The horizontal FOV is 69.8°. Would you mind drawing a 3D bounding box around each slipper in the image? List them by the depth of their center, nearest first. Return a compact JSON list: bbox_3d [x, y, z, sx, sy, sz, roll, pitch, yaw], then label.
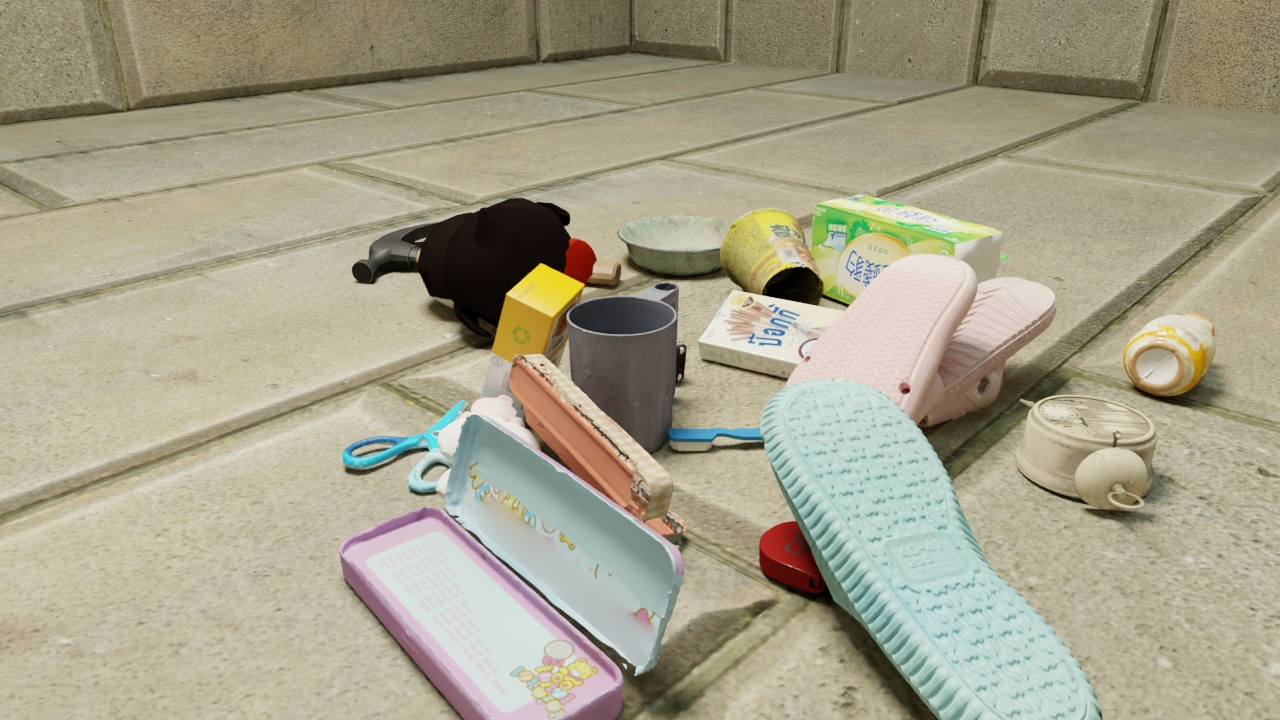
[{"bbox_3d":[0.147,0.114,0.523,0.115,0.070,0.276,-2,41,-24],"label":"slipper"},{"bbox_3d":[0.181,0.004,0.697,0.107,0.056,0.221,17,63,42],"label":"slipper"},{"bbox_3d":[0.257,0.006,0.775,0.238,0.064,0.094,-28,36,-21],"label":"slipper"}]

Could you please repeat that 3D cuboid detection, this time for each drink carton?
[{"bbox_3d":[-0.089,-0.009,0.739,0.040,0.123,0.058,27,36,8],"label":"drink carton"}]

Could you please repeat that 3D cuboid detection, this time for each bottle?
[{"bbox_3d":[0.473,-0.011,0.810,0.063,0.063,0.108,21,31,39],"label":"bottle"}]

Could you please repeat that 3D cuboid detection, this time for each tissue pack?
[{"bbox_3d":[0.298,-0.112,0.987,0.141,0.120,0.198,-16,36,-34],"label":"tissue pack"}]

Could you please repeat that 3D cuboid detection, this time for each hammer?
[{"bbox_3d":[-0.173,-0.117,1.093,0.306,0.040,0.132,6,28,12],"label":"hammer"}]

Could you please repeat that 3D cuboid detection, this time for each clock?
[{"bbox_3d":[0.325,0.065,0.654,0.093,0.055,0.140,3,22,7],"label":"clock"}]

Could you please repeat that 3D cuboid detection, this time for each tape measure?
[{"bbox_3d":[0.104,0.120,0.576,0.051,0.019,0.058,15,28,37],"label":"tape measure"}]

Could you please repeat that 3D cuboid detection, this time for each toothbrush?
[{"bbox_3d":[0.104,0.062,0.720,0.166,0.014,0.016,1,24,-7],"label":"toothbrush"}]

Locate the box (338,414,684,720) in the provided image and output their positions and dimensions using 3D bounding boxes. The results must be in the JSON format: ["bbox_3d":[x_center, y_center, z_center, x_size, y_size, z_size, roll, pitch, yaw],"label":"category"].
[{"bbox_3d":[-0.075,0.121,0.524,0.139,0.062,0.214,-49,43,-14],"label":"box"}]

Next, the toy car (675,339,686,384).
[{"bbox_3d":[0.006,-0.012,0.841,0.037,0.040,0.092,-19,33,-41],"label":"toy car"}]

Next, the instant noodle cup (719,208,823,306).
[{"bbox_3d":[0.144,-0.097,0.978,0.102,0.102,0.108,-5,33,-10],"label":"instant noodle cup"}]

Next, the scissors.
[{"bbox_3d":[-0.172,0.060,0.720,0.113,0.013,0.140,6,27,8],"label":"scissors"}]

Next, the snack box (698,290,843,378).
[{"bbox_3d":[0.137,-0.020,0.851,0.150,0.026,0.081,14,48,29],"label":"snack box"}]

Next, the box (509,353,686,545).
[{"bbox_3d":[-0.032,0.056,0.640,0.054,0.076,0.187,-47,47,-4],"label":"box"}]

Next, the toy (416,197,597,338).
[{"bbox_3d":[-0.165,-0.107,0.942,0.184,0.140,0.158,10,61,46],"label":"toy"}]

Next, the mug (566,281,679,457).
[{"bbox_3d":[-0.004,0.004,0.731,0.084,0.104,0.123,12,27,26],"label":"mug"}]

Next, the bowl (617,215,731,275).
[{"bbox_3d":[0.051,-0.140,1.131,0.157,0.039,0.157,0,24,0],"label":"bowl"}]

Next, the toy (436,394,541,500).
[{"bbox_3d":[-0.111,0.065,0.675,0.076,0.037,0.125,1,27,-11],"label":"toy"}]
